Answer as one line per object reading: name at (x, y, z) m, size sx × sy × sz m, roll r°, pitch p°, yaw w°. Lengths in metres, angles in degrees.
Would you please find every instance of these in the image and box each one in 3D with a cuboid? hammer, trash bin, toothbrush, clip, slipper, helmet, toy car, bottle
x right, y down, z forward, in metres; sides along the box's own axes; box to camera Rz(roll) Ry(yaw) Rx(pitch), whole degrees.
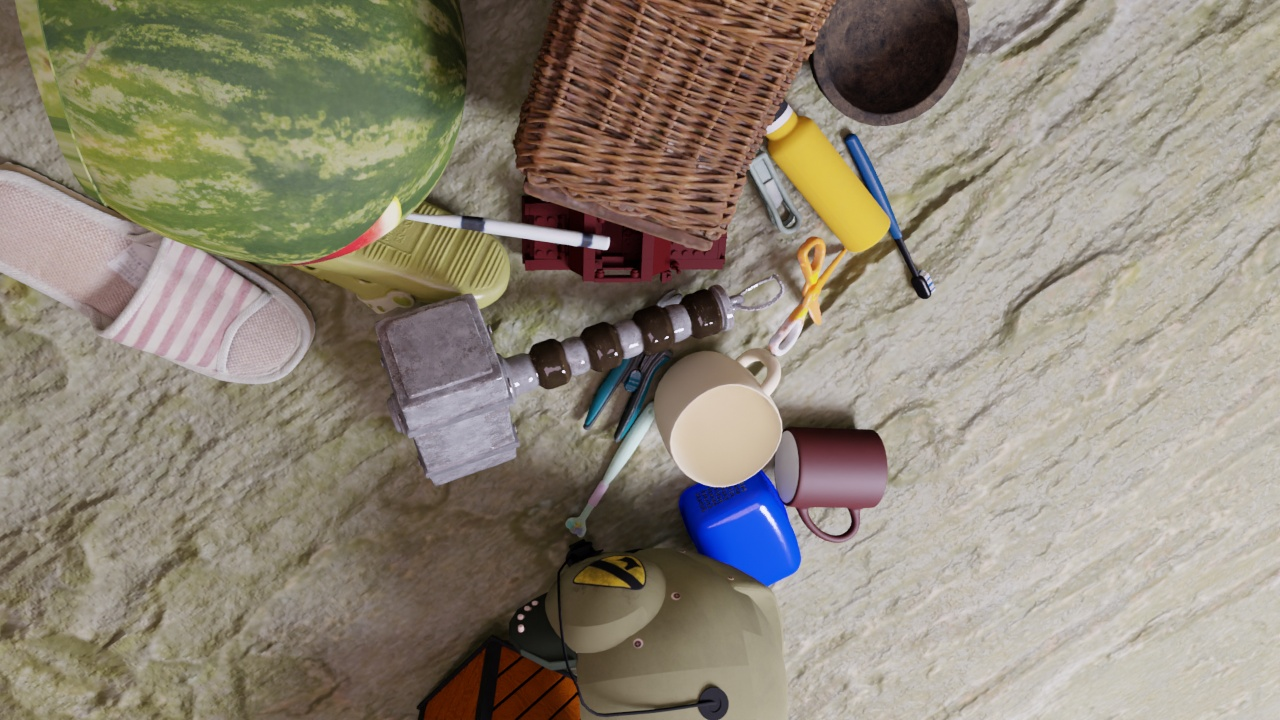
hammer at (-0.040, -0.008, 0.737) m, size 0.326 × 0.079 × 0.177 m, roll -19°, pitch 157°, yaw -12°
trash bin at (-0.130, 0.392, 0.862) m, size 0.139 × 0.171 × 0.140 m, roll 33°, pitch 117°, yaw -21°
toothbrush at (0.215, -0.122, 0.789) m, size 0.014 × 0.014 × 0.168 m, roll -44°, pitch 115°, yaw -26°
clip at (0.108, -0.140, 0.759) m, size 0.023 × 0.044 × 0.076 m, roll -31°, pitch 115°, yaw 7°
slipper at (-0.384, -0.060, 0.704) m, size 0.263 × 0.052 × 0.115 m, roll 28°, pitch 108°, yaw -19°
toothbrush at (-0.115, -0.103, 0.687) m, size 0.186 × 0.017 × 0.012 m, roll 8°, pitch 146°, yaw -7°
helmet at (0.011, 0.268, 0.787) m, size 0.233 × 0.255 × 0.250 m, roll -5°, pitch 111°, yaw -6°
toy car at (-0.009, -0.100, 0.738) m, size 0.169 × 0.061 × 0.070 m, roll -1°, pitch 114°, yaw -8°
slipper at (-0.197, -0.083, 0.716) m, size 0.190 × 0.091 × 0.082 m, roll 18°, pitch 149°, yaw -7°
helmet at (-0.231, -0.182, 0.580) m, size 0.246 × 0.213 × 0.243 m, roll -13°, pitch 94°, yaw -23°
toothbrush at (-0.025, 0.101, 0.850) m, size 0.022 × 0.015 × 0.155 m, roll 36°, pitch 107°, yaw 12°
bottle at (0.146, -0.153, 0.749) m, size 0.043 × 0.043 × 0.143 m, roll -41°, pitch 113°, yaw 10°

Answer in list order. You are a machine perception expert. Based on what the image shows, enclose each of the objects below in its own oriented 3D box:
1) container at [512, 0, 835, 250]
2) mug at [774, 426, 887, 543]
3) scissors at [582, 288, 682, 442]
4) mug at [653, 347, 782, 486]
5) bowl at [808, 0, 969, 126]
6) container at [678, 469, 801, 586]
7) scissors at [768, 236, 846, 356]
container at (0.007, -0.188, 0.591) m, size 0.162 × 0.249 × 0.183 m, roll 17°, pitch 106°, yaw -11°
mug at (0.174, 0.115, 0.848) m, size 0.082 × 0.073 × 0.105 m, roll 2°, pitch 88°, yaw -10°
scissors at (0.000, 0.010, 0.813) m, size 0.133 × 0.019 × 0.146 m, roll -22°, pitch 114°, yaw -1°
mug at (0.069, 0.034, 0.789) m, size 0.120 × 0.099 × 0.096 m, roll -45°, pitch 114°, yaw 9°
bowl at (0.183, -0.247, 0.706) m, size 0.121 × 0.056 × 0.121 m, roll -3°, pitch 114°, yaw -7°
container at (0.098, 0.166, 0.874) m, size 0.096 × 0.058 × 0.114 m, roll -27°, pitch 115°, yaw 3°
scissors at (0.141, -0.054, 0.772) m, size 0.131 × 0.011 × 0.125 m, roll -57°, pitch 152°, yaw -11°
